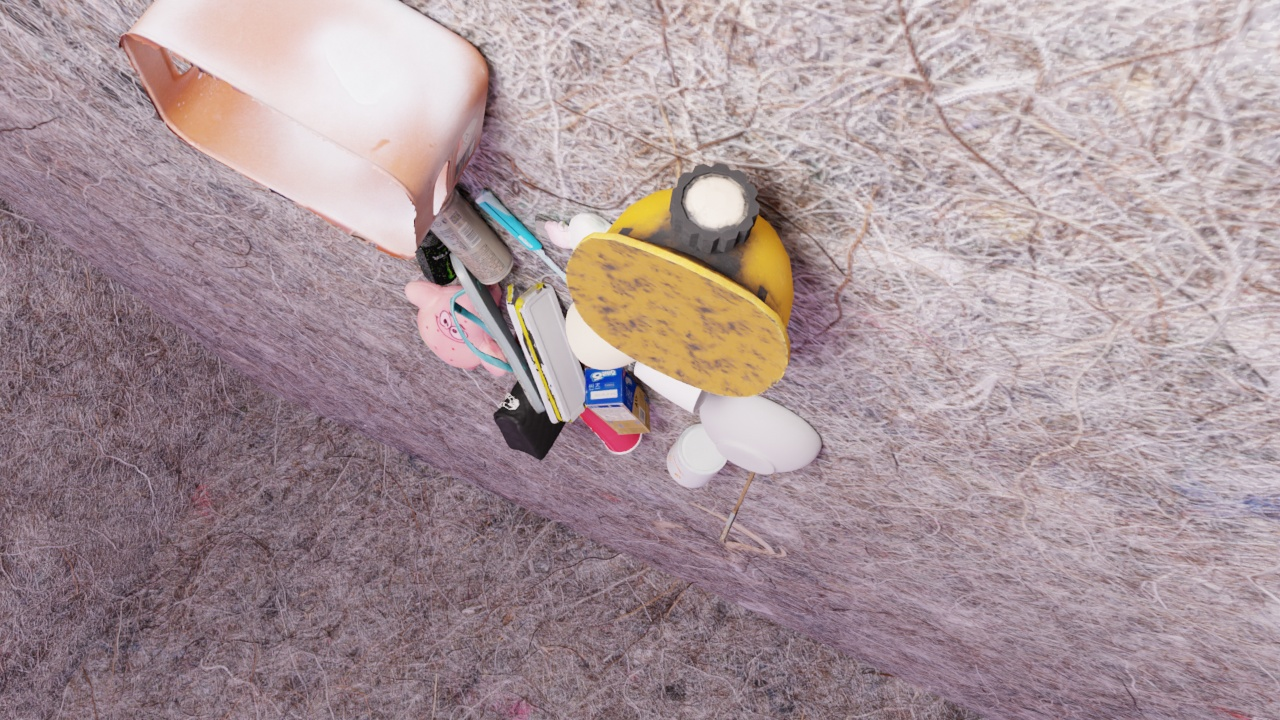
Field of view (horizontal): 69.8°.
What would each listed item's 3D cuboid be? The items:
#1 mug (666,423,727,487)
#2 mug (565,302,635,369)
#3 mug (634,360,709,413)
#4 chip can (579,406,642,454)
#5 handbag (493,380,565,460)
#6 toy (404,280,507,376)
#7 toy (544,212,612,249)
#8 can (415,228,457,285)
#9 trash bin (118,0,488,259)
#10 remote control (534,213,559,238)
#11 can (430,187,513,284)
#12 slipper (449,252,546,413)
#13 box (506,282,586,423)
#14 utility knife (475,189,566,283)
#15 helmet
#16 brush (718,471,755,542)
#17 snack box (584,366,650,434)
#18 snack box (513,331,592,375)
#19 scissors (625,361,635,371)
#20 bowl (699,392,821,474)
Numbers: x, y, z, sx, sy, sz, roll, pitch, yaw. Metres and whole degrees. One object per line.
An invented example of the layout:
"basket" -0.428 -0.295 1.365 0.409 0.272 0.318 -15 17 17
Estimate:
"mug" 0.089 0.150 1.435 0.082 0.082 0.105 27 160 1
"mug" -0.012 -0.046 1.052 0.120 0.096 0.100 -6 171 -34
"mug" 0.050 0.010 1.141 0.088 0.081 0.114 29 -178 12
"chip can" -0.067 0.074 1.468 0.069 0.069 0.220 16 158 30
"handbag" -0.176 0.058 1.456 0.115 0.153 0.125 22 156 27
"toy" -0.259 -0.057 1.345 0.192 0.096 0.237 43 147 -8
"toy" -0.043 -0.125 0.958 0.123 0.038 0.079 15 161 20
"can" -0.265 -0.144 1.182 0.054 0.053 0.138 25 161 5
"trash bin" -0.277 -0.234 0.804 0.259 0.157 0.182 28 161 -5
"remote control" -0.055 -0.125 1.012 0.136 0.013 0.033 27 161 6
"can" -0.207 -0.149 1.090 0.054 0.054 0.135 15 158 33
"slipper" -0.201 -0.034 1.223 0.098 0.055 0.269 -110 -5 -54
"box" -0.127 -0.008 1.232 0.070 0.067 0.210 -3 127 21
"utility knife" -0.129 -0.141 1.072 0.022 0.015 0.176 -18 139 29
"helmet" 0.052 -0.080 0.799 0.205 0.131 0.256 25 161 6
"brush" 0.155 0.214 1.420 0.008 0.143 0.045 24 170 13
"snack box" -0.030 0.060 1.335 0.056 0.057 0.207 -3 164 11
"snack box" -0.125 -0.010 1.320 0.121 0.072 0.072 27 162 -1
"scissors" -0.007 0.007 1.256 0.203 0.015 0.202 26 -176 -42
"bowl" 0.155 0.109 1.261 0.176 0.066 0.177 24 161 9
